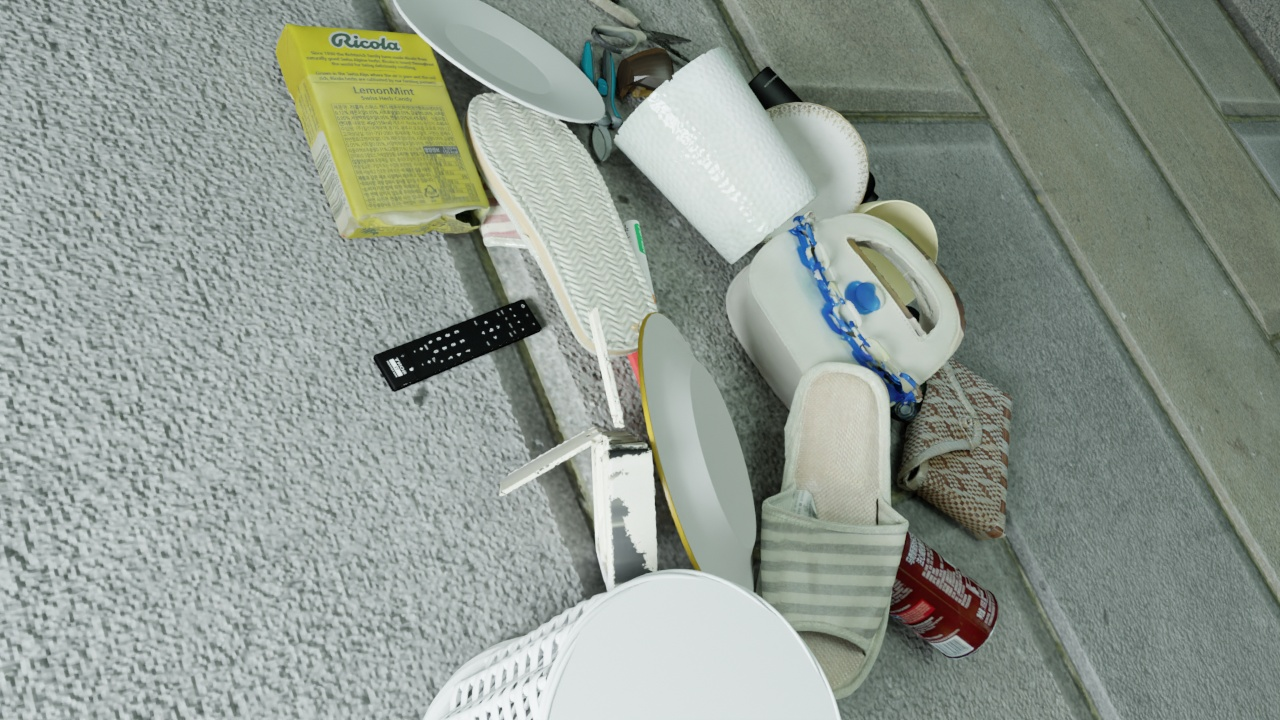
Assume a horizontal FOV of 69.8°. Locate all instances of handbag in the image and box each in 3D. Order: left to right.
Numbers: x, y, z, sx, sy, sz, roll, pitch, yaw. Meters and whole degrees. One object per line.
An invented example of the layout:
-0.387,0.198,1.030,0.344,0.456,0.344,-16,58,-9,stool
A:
0.200,-0.049,0.841,0.199,0.093,0.200,-33,82,-17,handbag
0.323,0.076,0.928,0.124,0.047,0.185,33,50,-14,handbag

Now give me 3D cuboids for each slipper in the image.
-0.074,-0.111,0.770,0.114,0.052,0.263,-16,70,-37,slipper
0.151,0.127,0.727,0.114,0.054,0.272,12,72,1,slipper

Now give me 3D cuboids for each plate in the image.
-0.124,-0.270,0.815,0.208,0.015,0.208,28,29,-17,plate
0.051,0.071,0.674,0.229,0.021,0.230,-17,90,-75,plate

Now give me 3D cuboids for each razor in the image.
0.266,-0.003,0.923,0.053,0.064,0.140,34,53,-15,razor

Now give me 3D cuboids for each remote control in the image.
-0.136,-0.014,0.699,0.139,0.009,0.030,-26,80,-41,remote control

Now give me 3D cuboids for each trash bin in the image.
0.076,-0.185,0.861,0.161,0.134,0.133,51,48,-1,trash bin

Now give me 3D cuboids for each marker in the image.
0.004,-0.060,0.814,0.017,0.017,0.145,5,61,-32,marker

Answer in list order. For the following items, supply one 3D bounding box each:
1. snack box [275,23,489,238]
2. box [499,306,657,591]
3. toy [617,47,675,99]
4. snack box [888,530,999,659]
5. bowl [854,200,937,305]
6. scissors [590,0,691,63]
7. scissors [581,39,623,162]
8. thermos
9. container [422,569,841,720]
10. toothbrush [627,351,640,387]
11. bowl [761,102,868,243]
-0.203,-0.179,0.729,0.121,0.045,0.180,-12,74,-38,snack box
-0.048,0.059,0.615,0.099,0.143,0.184,-3,89,-7,box
0.026,-0.284,0.934,0.100,0.063,0.076,-1,27,-25,toy
0.237,0.194,0.785,0.121,0.072,0.072,37,49,-11,snack box
0.238,-0.115,0.957,0.118,0.118,0.074,19,13,-24,bowl
-0.006,-0.353,0.975,0.171,0.013,0.157,41,40,-1,scissors
-0.045,-0.257,0.897,0.139,0.019,0.135,46,50,-4,scissors
0.198,-0.217,1.006,0.231,0.061,0.061,45,48,-3,thermos
-0.012,0.232,0.517,0.189,0.187,0.189,16,56,-26,container
-0.005,0.005,0.776,0.012,0.018,0.212,-6,64,-36,toothbrush
0.158,-0.185,0.939,0.145,0.145,0.063,54,11,5,bowl
